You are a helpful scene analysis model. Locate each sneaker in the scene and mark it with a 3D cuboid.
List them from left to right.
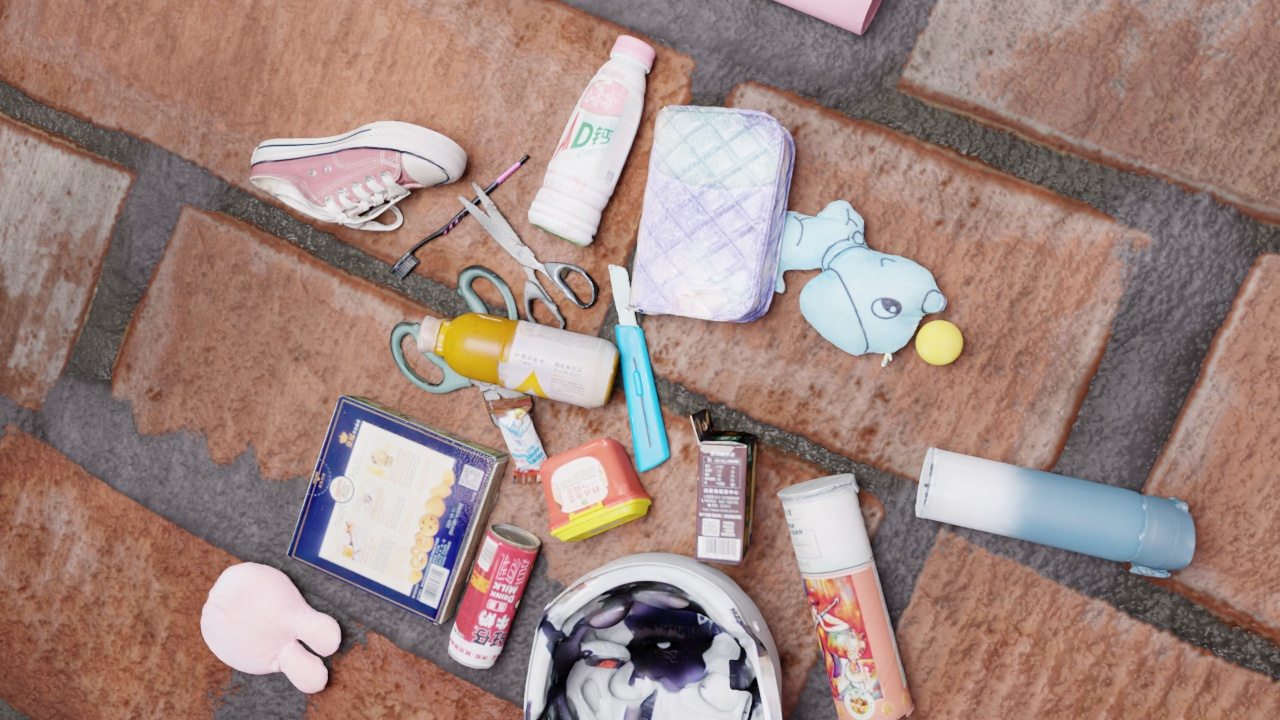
[{"bbox_3d":[-0.285,-0.174,0.909,0.241,0.118,0.087,0,73,18],"label":"sneaker"}]

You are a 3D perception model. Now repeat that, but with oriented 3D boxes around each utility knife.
[{"bbox_3d":[-0.005,0.005,0.893,0.034,0.018,0.204,-12,87,13],"label":"utility knife"}]

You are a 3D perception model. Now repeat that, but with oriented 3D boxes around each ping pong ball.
[{"bbox_3d":[0.267,-0.016,0.821,0.040,0.040,0.040,0,90,12],"label":"ping pong ball"}]

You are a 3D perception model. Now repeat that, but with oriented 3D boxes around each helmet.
[{"bbox_3d":[0.020,0.288,0.826,0.229,0.145,0.259,-4,100,14],"label":"helmet"}]

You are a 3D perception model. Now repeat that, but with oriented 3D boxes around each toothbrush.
[{"bbox_3d":[-0.183,-0.145,0.933,0.189,0.014,0.018,-38,93,10],"label":"toothbrush"}]

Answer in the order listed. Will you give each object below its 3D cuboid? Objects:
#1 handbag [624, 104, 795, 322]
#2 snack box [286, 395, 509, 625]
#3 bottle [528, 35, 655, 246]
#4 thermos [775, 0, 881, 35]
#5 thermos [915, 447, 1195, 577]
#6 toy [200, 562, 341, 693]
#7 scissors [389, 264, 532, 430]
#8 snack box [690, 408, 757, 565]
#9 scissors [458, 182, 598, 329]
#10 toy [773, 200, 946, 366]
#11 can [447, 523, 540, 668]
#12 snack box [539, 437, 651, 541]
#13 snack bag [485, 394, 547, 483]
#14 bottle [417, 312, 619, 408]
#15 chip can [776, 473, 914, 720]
[{"bbox_3d":[0.064,-0.131,0.846,0.134,0.075,0.194,11,92,22],"label":"handbag"},{"bbox_3d":[-0.247,0.148,0.933,0.182,0.045,0.178,21,95,11],"label":"snack box"},{"bbox_3d":[-0.041,-0.210,0.876,0.068,0.068,0.197,24,92,11],"label":"bottle"},{"bbox_3d":[0.120,-0.357,0.831,0.198,0.067,0.087,26,61,9],"label":"thermos"},{"bbox_3d":[0.354,0.130,0.791,0.220,0.070,0.070,12,93,12],"label":"thermos"},{"bbox_3d":[-0.386,0.282,0.960,0.159,0.054,0.121,26,103,11],"label":"toy"},{"bbox_3d":[-0.164,-0.020,0.927,0.175,0.019,0.176,31,96,12],"label":"scissors"},{"bbox_3d":[0.075,0.109,0.827,0.053,0.113,0.125,3,92,11],"label":"snack box"},{"bbox_3d":[-0.110,-0.107,0.913,0.151,0.014,0.170,-3,92,11],"label":"scissors"},{"bbox_3d":[0.190,-0.069,0.834,0.162,0.049,0.156,-9,89,21],"label":"toy"},{"bbox_3d":[-0.146,0.232,0.907,0.053,0.053,0.133,21,95,11],"label":"can"},{"bbox_3d":[-0.047,0.122,0.873,0.091,0.082,0.080,-23,76,11],"label":"snack box"},{"bbox_3d":[-0.116,0.078,0.895,0.048,0.026,0.104,-6,127,9],"label":"snack bag"},{"bbox_3d":[-0.117,-0.005,0.878,0.189,0.068,0.068,13,93,1],"label":"bottle"},{"bbox_3d":[0.185,0.215,0.826,0.071,0.071,0.214,-15,88,12],"label":"chip can"}]
